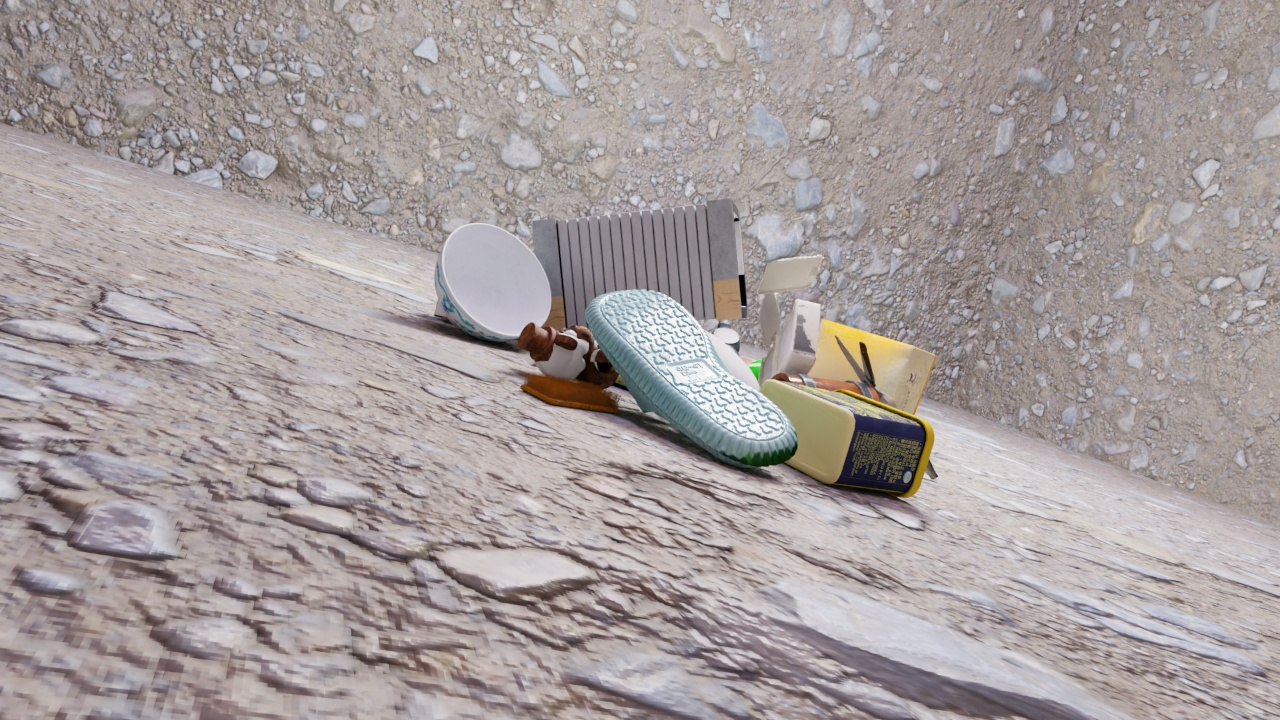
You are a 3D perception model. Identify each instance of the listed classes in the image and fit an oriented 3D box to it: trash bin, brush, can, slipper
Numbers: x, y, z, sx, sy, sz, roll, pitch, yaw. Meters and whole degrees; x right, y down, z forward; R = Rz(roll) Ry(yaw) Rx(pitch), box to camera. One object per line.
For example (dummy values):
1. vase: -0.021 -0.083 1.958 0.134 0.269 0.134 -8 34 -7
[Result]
1. trash bin: 0.005 -0.114 1.176 0.247 0.142 0.142 -5 3 11
2. brush: -0.044 0.031 0.811 0.048 0.017 0.126 22 7 43
3. can: 0.181 0.070 0.851 0.104 0.075 0.135 11 8 -33
4. slipper: 0.035 0.021 0.828 0.115 0.070 0.276 -5 36 -35

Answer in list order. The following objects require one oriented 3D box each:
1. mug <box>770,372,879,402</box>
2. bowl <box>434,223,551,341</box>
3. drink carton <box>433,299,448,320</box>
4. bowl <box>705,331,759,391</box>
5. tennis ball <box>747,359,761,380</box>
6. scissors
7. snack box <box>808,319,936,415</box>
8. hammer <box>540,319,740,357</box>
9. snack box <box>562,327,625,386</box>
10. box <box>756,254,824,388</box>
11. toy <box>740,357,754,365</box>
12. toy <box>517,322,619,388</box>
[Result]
1. mug: 0.194 0.060 1.050 0.111 0.081 0.118 12 -17 -21
2. bowl: -0.183 -0.077 1.058 0.143 0.143 0.074 13 -33 -39
3. drink carton: -0.186 -0.069 1.147 0.130 0.064 0.040 13 1 -39
4. bowl: 0.088 0.008 1.019 0.149 0.043 0.149 41 13 -12
5. tennis ball: 0.169 0.031 1.262 0.065 0.065 0.065 17 5 -2
6. scissors: 0.286 0.063 1.074 0.179 0.015 0.199 50 -13 31
7. snack box: 0.343 0.028 1.445 0.080 0.145 0.195 16 5 -37
8. hammer: -0.018 -0.041 1.305 0.322 0.040 0.129 7 37 -3
9. snack box: -0.006 0.006 1.065 0.145 0.042 0.144 20 5 20
10. box: 0.168 -0.035 1.132 0.080 0.180 0.144 16 -37 -4
11. toy: 0.177 0.030 1.383 0.110 0.051 0.090 21 12 2
12. toy: -0.065 -0.007 0.899 0.112 0.067 0.087 29 -19 -32
